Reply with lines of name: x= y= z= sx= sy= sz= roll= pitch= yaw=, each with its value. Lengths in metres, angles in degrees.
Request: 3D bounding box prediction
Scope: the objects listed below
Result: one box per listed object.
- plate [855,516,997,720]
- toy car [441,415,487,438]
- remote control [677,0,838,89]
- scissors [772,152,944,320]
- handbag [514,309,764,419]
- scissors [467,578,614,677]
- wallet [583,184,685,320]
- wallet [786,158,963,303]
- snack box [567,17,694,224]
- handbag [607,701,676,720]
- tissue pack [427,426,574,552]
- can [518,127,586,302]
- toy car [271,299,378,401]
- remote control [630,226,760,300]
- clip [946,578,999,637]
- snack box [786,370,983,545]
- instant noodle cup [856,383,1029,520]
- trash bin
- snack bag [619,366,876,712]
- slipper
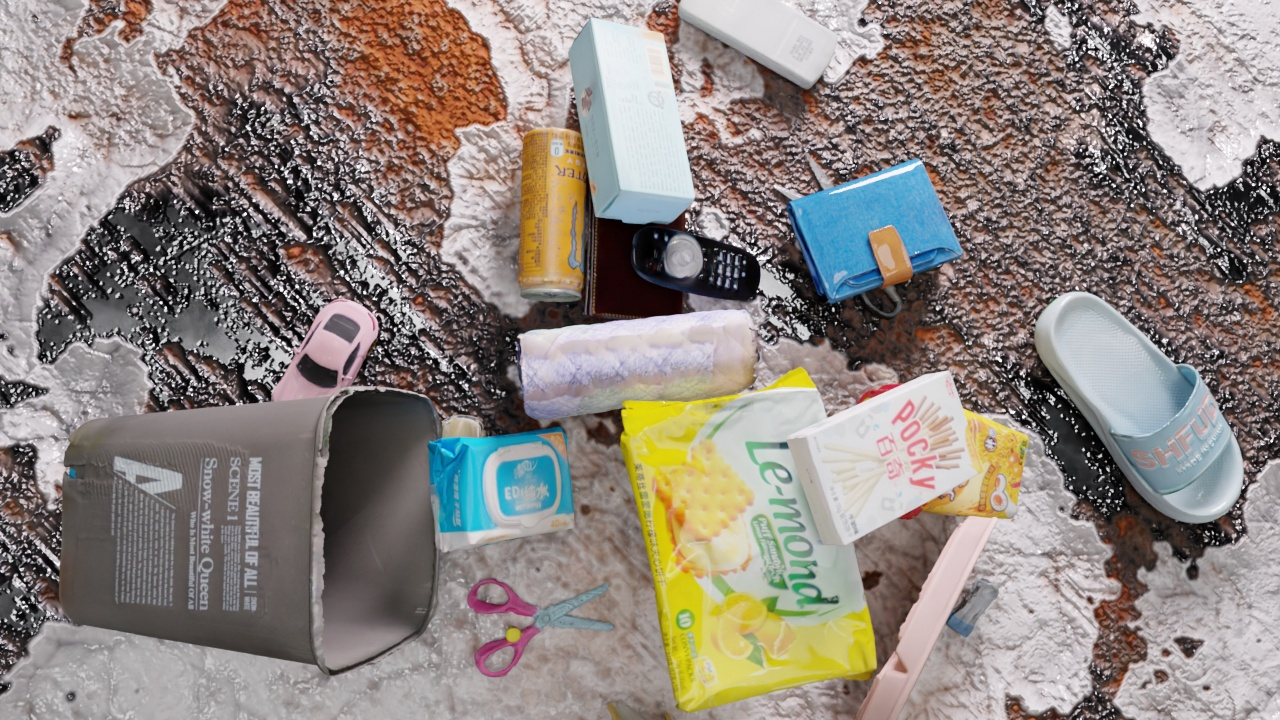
plate: x=0.224 y=0.224 z=0.737 sx=0.028 sy=0.229 sz=0.229 roll=26 pitch=83 yaw=23
toy car: x=-0.159 y=0.092 z=0.798 sx=0.042 sy=0.035 sz=0.090 roll=7 pitch=83 yaw=-6
remote control: x=0.110 y=-0.313 z=0.859 sx=0.150 sy=0.021 sz=0.058 roll=30 pitch=83 yaw=-2
scissors: x=0.207 y=-0.117 z=0.859 sx=0.173 sy=0.014 sz=0.159 roll=0 pitch=83 yaw=-3
handbag: x=-0.004 y=0.004 z=0.768 sx=0.194 sy=0.134 sz=0.075 roll=-8 pitch=84 yaw=-5
scissors: x=-0.090 y=0.218 z=0.805 sx=0.136 sy=0.017 sz=0.105 roll=-26 pitch=82 yaw=-11
wallet: x=-0.003 y=-0.095 z=0.820 sx=0.096 sy=0.020 sz=0.122 roll=5 pitch=84 yaw=-25
wallet: x=0.212 y=-0.117 z=0.835 sx=0.133 sy=0.040 sz=0.106 roll=-19 pitch=79 yaw=-3
snack box: x=-0.009 y=-0.206 z=0.796 sx=0.074 sy=0.052 sz=0.174 roll=0 pitch=70 yaw=-30
handbag: x=0.051 y=0.341 z=0.733 sx=0.178 sy=0.163 sz=0.063 roll=23 pitch=83 yaw=-5
tissue pack: x=-0.112 y=0.104 z=0.759 sx=0.063 sy=0.139 sz=0.090 roll=-9 pitch=85 yaw=39
can: x=-0.077 y=-0.127 z=0.810 sx=0.058 sy=0.058 sz=0.146 roll=2 pitch=86 yaw=-5
toy car: x=-0.273 y=0.005 z=0.794 sx=0.056 sy=0.037 sz=0.122 roll=28 pitch=85 yaw=-1
remote control: x=0.048 y=-0.085 z=0.821 sx=0.136 sy=0.024 sz=0.053 roll=10 pitch=84 yaw=-28
clip: x=0.304 y=0.225 z=0.836 sx=0.024 sy=0.029 sz=0.057 roll=38 pitch=90 yaw=0
snack box: x=0.186 y=0.071 z=0.688 sx=0.156 sy=0.027 sz=0.084 roll=-19 pitch=90 yaw=-29
instant noodle cup: x=0.259 y=0.087 z=0.802 sx=0.123 sy=0.116 sz=0.116 roll=15 pitch=84 yaw=-16
trash bin: x=-0.288 y=0.120 z=0.696 sx=0.220 sy=0.198 sz=0.199 roll=0 pitch=85 yaw=10
snack bag: x=0.078 y=0.138 z=0.701 sx=0.158 sy=0.068 sz=0.246 roll=-11 pitch=86 yaw=-6
slipper: x=0.464 y=0.037 z=0.838 sx=0.104 sy=0.074 sz=0.245 roll=-40 pitch=88 yaw=-8
